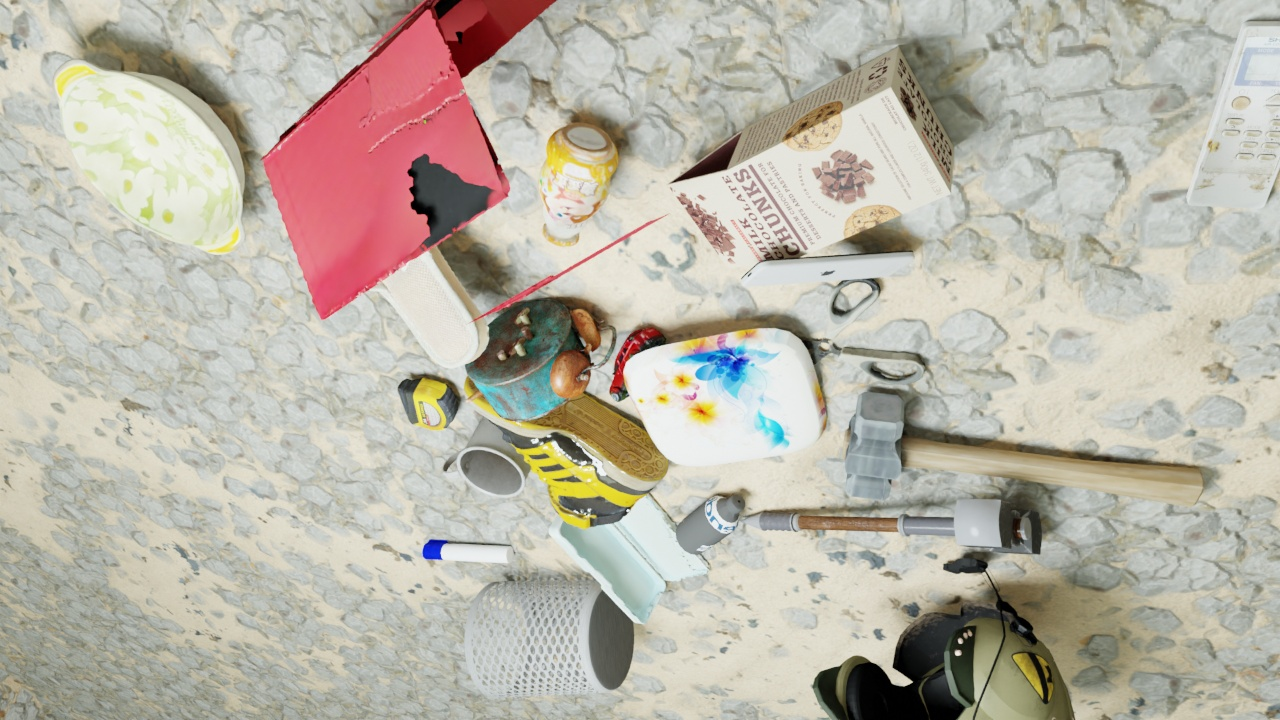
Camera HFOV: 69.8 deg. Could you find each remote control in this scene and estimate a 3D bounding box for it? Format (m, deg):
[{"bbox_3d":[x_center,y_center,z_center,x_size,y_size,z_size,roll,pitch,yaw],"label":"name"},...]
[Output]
[{"bbox_3d":[0.156,-0.077,0.763,0.146,0.008,0.045,-6,165,-19],"label":"remote control"},{"bbox_3d":[0.426,-0.167,0.637,0.050,0.011,0.136,6,133,16],"label":"remote control"}]

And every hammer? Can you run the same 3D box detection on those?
[{"bbox_3d":[0.361,0.101,0.887,0.323,0.051,0.117,7,135,12],"label":"hammer"},{"bbox_3d":[0.246,0.176,0.982,0.323,0.043,0.156,-6,164,38],"label":"hammer"}]

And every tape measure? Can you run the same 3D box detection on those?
[{"bbox_3d":[-0.245,0.050,1.078,0.064,0.037,0.066,5,135,17],"label":"tape measure"}]

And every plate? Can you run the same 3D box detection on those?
[{"bbox_3d":[0.087,0.047,0.925,0.187,0.016,0.187,-10,135,16],"label":"plate"}]

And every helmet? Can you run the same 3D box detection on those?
[{"bbox_3d":[0.332,0.354,0.966,0.233,0.254,0.251,41,134,-13],"label":"helmet"}]

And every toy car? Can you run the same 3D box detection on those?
[{"bbox_3d":[-0.006,0.005,0.941,0.036,0.042,0.091,42,133,23],"label":"toy car"}]

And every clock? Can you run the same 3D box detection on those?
[{"bbox_3d":[-0.098,-0.007,0.913,0.158,0.121,0.073,-11,130,23],"label":"clock"}]

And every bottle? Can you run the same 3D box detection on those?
[{"bbox_3d":[-0.059,-0.151,0.803,0.063,0.063,0.109,22,136,1],"label":"bottle"},{"bbox_3d":[0.084,0.188,1.072,0.047,0.046,0.113,33,134,-10],"label":"bottle"}]

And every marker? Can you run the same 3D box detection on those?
[{"bbox_3d":[-0.242,0.268,1.286,0.133,0.027,0.023,-2,130,20],"label":"marker"}]

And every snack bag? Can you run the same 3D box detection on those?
[{"bbox_3d":[0.129,-0.146,0.730,0.207,0.069,0.094,-21,121,35],"label":"snack bag"}]

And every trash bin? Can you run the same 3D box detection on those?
[{"bbox_3d":[-0.119,0.378,1.251,0.184,0.156,0.156,-9,127,24],"label":"trash bin"}]

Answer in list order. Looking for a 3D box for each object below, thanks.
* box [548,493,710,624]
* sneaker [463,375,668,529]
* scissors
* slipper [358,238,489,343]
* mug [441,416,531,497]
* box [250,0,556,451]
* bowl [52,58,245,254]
[{"bbox_3d":[-0.012,0.232,1.133,0.122,0.078,0.197,-29,119,17],"label":"box"},{"bbox_3d":[-0.096,0.099,1.024,0.238,0.085,0.122,28,131,-2],"label":"sneaker"},{"bbox_3d":[0.188,-0.018,0.865,0.170,0.012,0.158,14,134,10],"label":"scissors"},{"bbox_3d":[-0.240,-0.104,0.871,0.115,0.052,0.263,-32,95,41],"label":"slipper"},{"bbox_3d":[-0.177,0.110,1.083,0.113,0.070,0.084,-3,129,24],"label":"mug"},{"bbox_3d":[-0.176,-0.150,0.637,0.212,0.377,0.124,-24,135,35],"label":"box"},{"bbox_3d":[-0.468,-0.209,0.910,0.189,0.060,0.219,-17,124,32],"label":"bowl"}]
